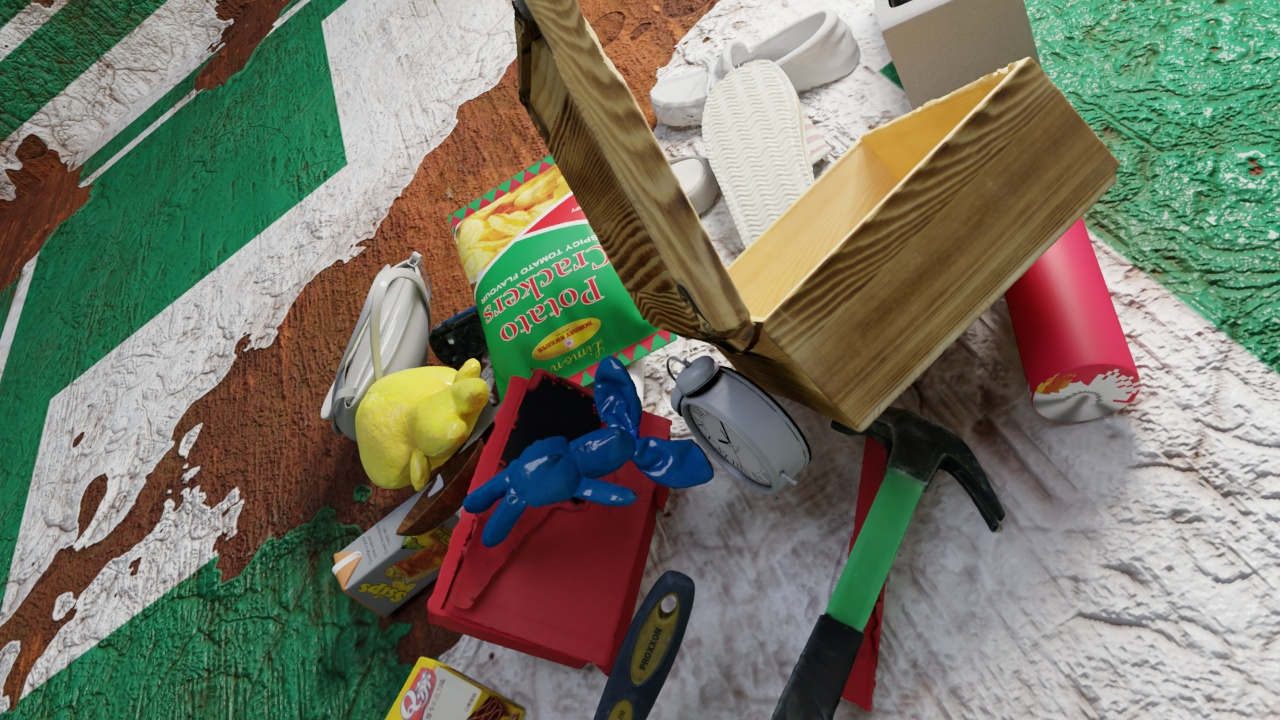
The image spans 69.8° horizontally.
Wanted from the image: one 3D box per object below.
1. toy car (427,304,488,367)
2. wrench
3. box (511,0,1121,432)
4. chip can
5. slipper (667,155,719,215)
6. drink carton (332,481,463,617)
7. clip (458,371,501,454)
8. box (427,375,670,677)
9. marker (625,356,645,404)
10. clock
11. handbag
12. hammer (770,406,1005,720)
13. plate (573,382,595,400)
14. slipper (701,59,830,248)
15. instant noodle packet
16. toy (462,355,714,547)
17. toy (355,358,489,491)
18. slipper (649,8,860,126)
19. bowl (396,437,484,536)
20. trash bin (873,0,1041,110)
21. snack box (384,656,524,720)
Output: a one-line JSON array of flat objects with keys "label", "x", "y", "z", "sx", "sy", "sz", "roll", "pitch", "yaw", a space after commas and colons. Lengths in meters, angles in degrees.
[{"label": "toy car", "x": -0.177, "y": -0.037, "z": 1.022, "sx": 0.120, "sy": 0.056, "sz": 0.043, "roll": -27, "pitch": 22, "yaw": 9}, {"label": "wrench", "x": -0.025, "y": 0.261, "z": 0.614, "sx": 0.073, "sy": 0.022, "sz": 0.273, "roll": 23, "pitch": 102, "yaw": 5}, {"label": "box", "x": 0.062, "y": -0.135, "z": 0.653, "sx": 0.286, "sy": 0.334, "sz": 0.279, "roll": -46, "pitch": 10, "yaw": -2}, {"label": "chip can", "x": 0.300, "y": -0.064, "z": 0.674, "sx": 0.069, "sy": 0.069, "sz": 0.220, "roll": -17, "pitch": 49, "yaw": 25}, {"label": "slipper", "x": -0.045, "y": -0.163, "z": 1.002, "sx": 0.266, "sy": 0.080, "sz": 0.112, "roll": -22, "pitch": 49, "yaw": 21}, {"label": "drink carton", "x": -0.217, "y": 0.177, "z": 0.865, "sx": 0.125, "sy": 0.076, "sz": 0.048, "roll": -37, "pitch": 43, "yaw": 0}, {"label": "clip", "x": -0.174, "y": 0.054, "z": 0.954, "sx": 0.102, "sy": 0.058, "sz": 0.052, "roll": -48, "pitch": 58, "yaw": 5}, {"label": "box", "x": -0.071, "y": 0.147, "z": 0.770, "sx": 0.153, "sy": 0.165, "sz": 0.213, "roll": 120, "pitch": 168, "yaw": -60}, {"label": "marker", "x": -0.005, "y": 0.005, "z": 0.880, "sx": 0.027, "sy": 0.023, "sz": 0.132, "roll": -3, "pitch": 53, "yaw": 9}, {"label": "clock", "x": 0.062, "y": 0.042, "z": 0.636, "sx": 0.122, "sy": 0.095, "sz": 0.035, "roll": 43, "pitch": 74, "yaw": 11}, {"label": "handbag", "x": -0.278, "y": -0.031, "z": 0.977, "sx": 0.095, "sy": 0.223, "sz": 0.215, "roll": 17, "pitch": 58, "yaw": -5}, {"label": "hammer", "x": 0.130, "y": 0.168, "z": 0.583, "sx": 0.130, "sy": 0.032, "sz": 0.317, "roll": 24, "pitch": 62, "yaw": 18}, {"label": "plate", "x": -0.090, "y": 0.029, "z": 0.933, "sx": 0.135, "sy": 0.011, "sz": 0.134, "roll": -20, "pitch": 47, "yaw": 23}, {"label": "slipper", "x": 0.132, "y": -0.191, "z": 0.915, "sx": 0.115, "sy": 0.052, "sz": 0.262, "roll": -21, "pitch": 58, "yaw": 19}, {"label": "instant noodle packet", "x": -0.088, "y": -0.087, "z": 0.918, "sx": 0.196, "sy": 0.090, "sz": 0.252, "roll": -27, "pitch": 67, "yaw": 18}, {"label": "toy", "x": -0.047, "y": 0.070, "z": 0.659, "sx": 0.176, "sy": 0.071, "sz": 0.112, "roll": -25, "pitch": 67, "yaw": -6}, {"label": "toy", "x": -0.204, "y": 0.058, "z": 0.863, "sx": 0.208, "sy": 0.092, "sz": 0.133, "roll": -5, "pitch": 49, "yaw": 49}, {"label": "slipper", "x": 0.117, "y": -0.324, "z": 1.027, "sx": 0.247, "sy": 0.074, "sz": 0.112, "roll": -10, "pitch": 36, "yaw": 33}, {"label": "bowl", "x": -0.166, "y": 0.116, "z": 0.797, "sx": 0.114, "sy": 0.026, "sz": 0.101, "roll": -38, "pitch": 15, "yaw": 43}, {"label": "trash bin", "x": 0.292, "y": -0.364, "z": 0.887, "sx": 0.115, "sy": 0.114, "sz": 0.228, "roll": -18, "pitch": 48, "yaw": 24}, {"label": "snack box", "x": -0.158, "y": 0.303, "z": 0.726, "sx": 0.084, "sy": 0.061, "sz": 0.105, "roll": 9, "pitch": 63, "yaw": 41}]
